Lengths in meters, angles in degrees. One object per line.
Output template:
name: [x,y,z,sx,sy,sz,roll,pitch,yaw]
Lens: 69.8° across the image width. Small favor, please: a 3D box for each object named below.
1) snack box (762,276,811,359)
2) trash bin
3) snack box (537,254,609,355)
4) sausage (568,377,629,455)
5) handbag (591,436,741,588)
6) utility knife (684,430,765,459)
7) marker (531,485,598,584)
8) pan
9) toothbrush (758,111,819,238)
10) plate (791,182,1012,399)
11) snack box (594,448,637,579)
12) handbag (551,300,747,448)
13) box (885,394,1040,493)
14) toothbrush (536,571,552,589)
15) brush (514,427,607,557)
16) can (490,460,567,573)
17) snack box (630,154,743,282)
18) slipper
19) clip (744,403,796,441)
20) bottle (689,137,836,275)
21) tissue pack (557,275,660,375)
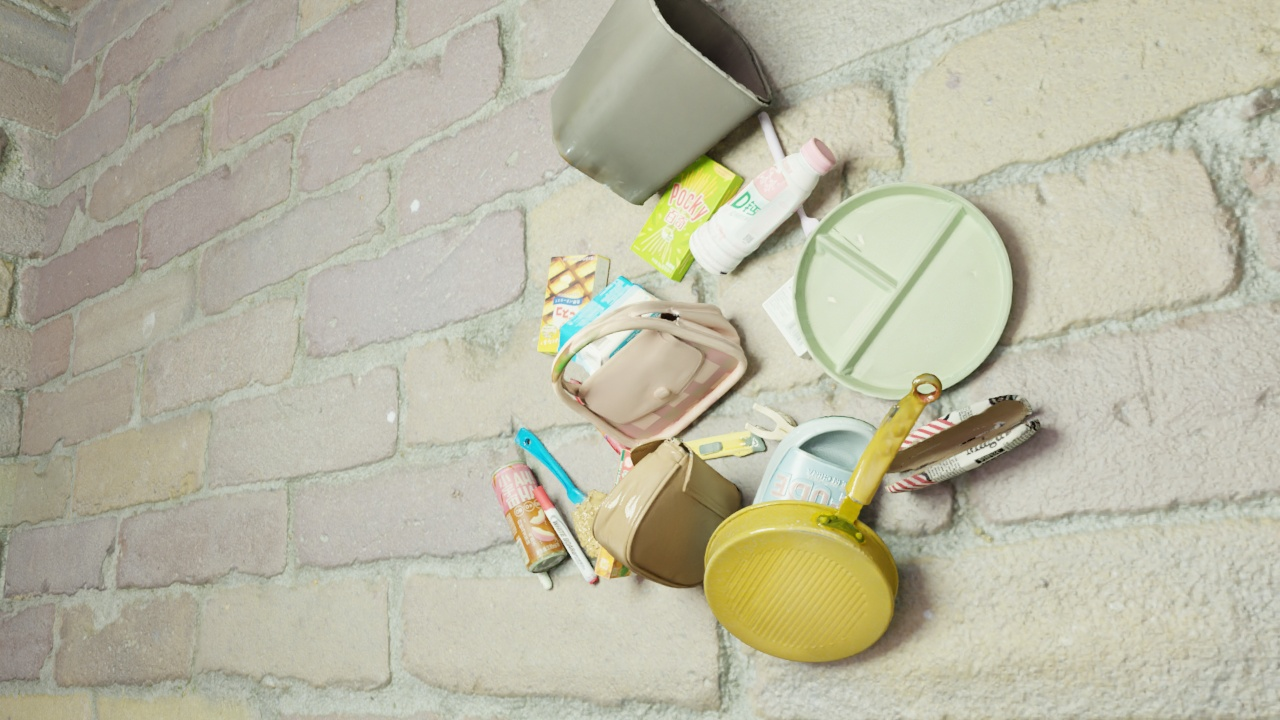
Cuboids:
snack box: [0.221,-0.082,1.047,0.157,0.026,0.084,-43,59,21]
trash bin: [0.014,-0.335,1.148,0.220,0.198,0.198,-43,37,30]
snack box: [-0.093,-0.076,1.275,0.087,0.033,0.140,3,83,37]
sausage: [-0.057,0.076,1.223,0.020,0.020,0.156,-51,56,16]
handbag: [0.029,0.171,1.029,0.100,0.204,0.147,29,81,35]
utility knife: [0.074,0.112,1.125,0.177,0.019,0.031,-17,67,38]
marker: [-0.099,0.228,1.202,0.017,0.017,0.145,-41,73,22]
pan: [0.193,0.162,0.905,0.197,0.078,0.358,25,125,-1]
toothbrush: [0.179,-0.230,1.117,0.029,0.021,0.189,124,134,-54]
plate: [0.275,-0.073,0.979,0.231,0.027,0.230,1,91,28]
snack box: [-0.008,0.186,1.119,0.027,0.077,0.156,14,93,36]
handbag: [-0.006,0.006,1.064,0.194,0.234,0.093,-42,55,23]
box: [0.320,0.096,0.916,0.164,0.075,0.076,-32,56,25]
toothbrush: [-0.163,0.232,1.268,0.189,0.020,0.029,60,145,28]
brush: [-0.094,0.169,1.223,0.255,0.045,0.083,41,108,39]
can: [-0.151,0.210,1.236,0.058,0.057,0.147,-40,62,23]
snack box: [0.059,-0.188,1.191,0.086,0.026,0.156,41,104,34]
slipper: [0.172,0.168,0.977,0.246,0.104,0.074,-64,12,13]
clip: [0.162,0.080,1.035,0.104,0.076,0.034,29,97,48]
bottle: [0.145,-0.181,1.084,0.197,0.068,0.068,-40,59,32]
tissue pack: [-0.032,-0.040,1.179,0.140,0.063,0.090,-43,52,-15]
